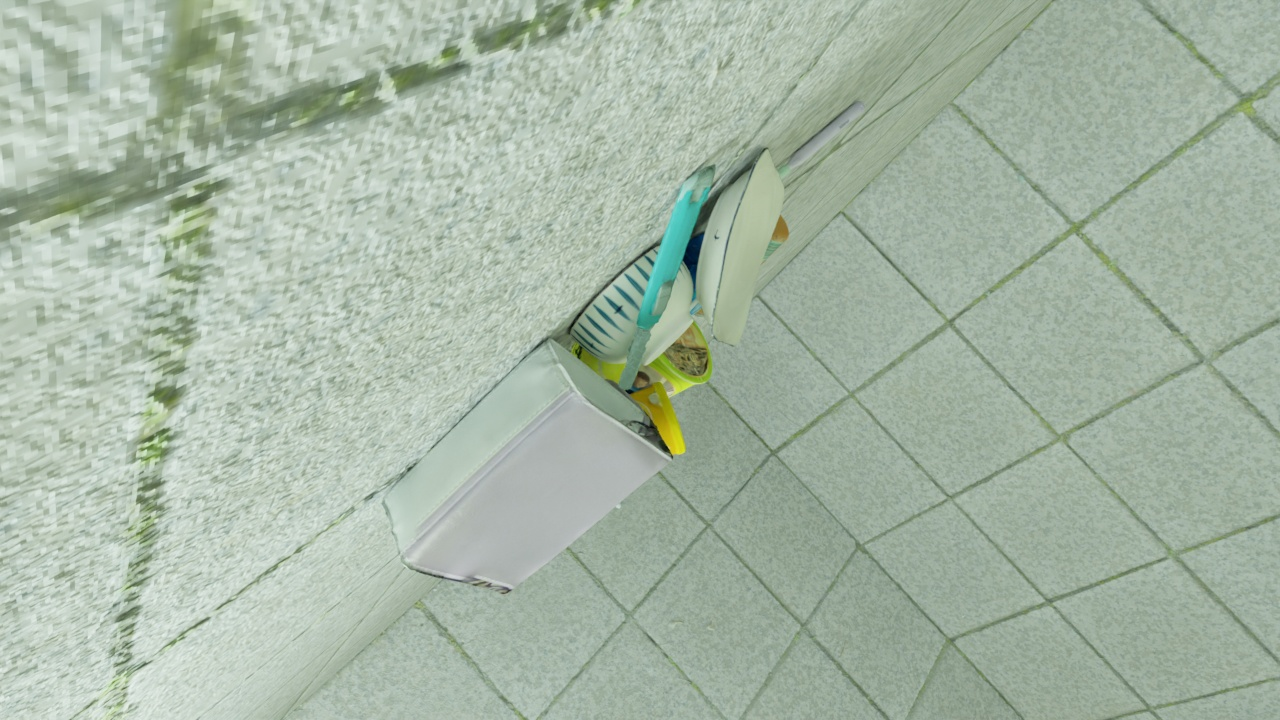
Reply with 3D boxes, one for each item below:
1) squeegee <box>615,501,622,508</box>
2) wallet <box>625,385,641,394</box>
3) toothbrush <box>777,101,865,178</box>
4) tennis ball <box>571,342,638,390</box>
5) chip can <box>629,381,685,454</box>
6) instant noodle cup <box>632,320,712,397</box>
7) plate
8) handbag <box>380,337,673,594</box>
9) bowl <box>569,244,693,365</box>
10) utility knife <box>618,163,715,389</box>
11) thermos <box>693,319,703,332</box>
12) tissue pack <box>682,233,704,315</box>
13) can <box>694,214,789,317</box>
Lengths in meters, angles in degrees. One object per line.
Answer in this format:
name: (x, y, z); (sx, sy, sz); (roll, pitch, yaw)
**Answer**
squeegee: (-0.032, 0.082, 1.269); (0.248, 0.040, 0.249); (131, -32, -58)
wallet: (-0.067, 0.058, 0.946); (0.133, 0.106, 0.040); (-49, -154, 44)
toothbrush: (0.177, -0.219, 0.955); (0.188, 0.029, 0.021); (-43, -143, -23)
tennis ball: (-0.034, 0.001, 0.860); (0.065, 0.065, 0.065); (-43, 176, -4)
chip can: (-0.068, 0.088, 0.854); (0.213, 0.072, 0.072); (-20, 174, -3)
instant noodle cup: (-0.006, 0.006, 0.975); (0.124, 0.111, 0.111); (-36, 180, 30)
plate: (0.083, -0.097, 0.811); (0.163, 0.034, 0.164); (17, 89, -74)
handbag: (-0.091, 0.095, 0.757); (0.197, 0.098, 0.145); (-42, 132, 8)
bowl: (0.003, -0.038, 0.788); (0.116, 0.066, 0.116); (-43, 176, -4)
utility knife: (0.016, -0.054, 0.703); (0.029, 0.013, 0.224); (-15, 142, -33)
thermos: (-0.013, 0.034, 1.071); (0.224, 0.073, 0.073); (-53, 175, 6)
tissue pack: (0.048, -0.079, 0.914); (0.095, 0.052, 0.156); (-45, 176, 28)
can: (0.101, -0.113, 1.037); (0.146, 0.058, 0.058); (-46, 175, 39)
